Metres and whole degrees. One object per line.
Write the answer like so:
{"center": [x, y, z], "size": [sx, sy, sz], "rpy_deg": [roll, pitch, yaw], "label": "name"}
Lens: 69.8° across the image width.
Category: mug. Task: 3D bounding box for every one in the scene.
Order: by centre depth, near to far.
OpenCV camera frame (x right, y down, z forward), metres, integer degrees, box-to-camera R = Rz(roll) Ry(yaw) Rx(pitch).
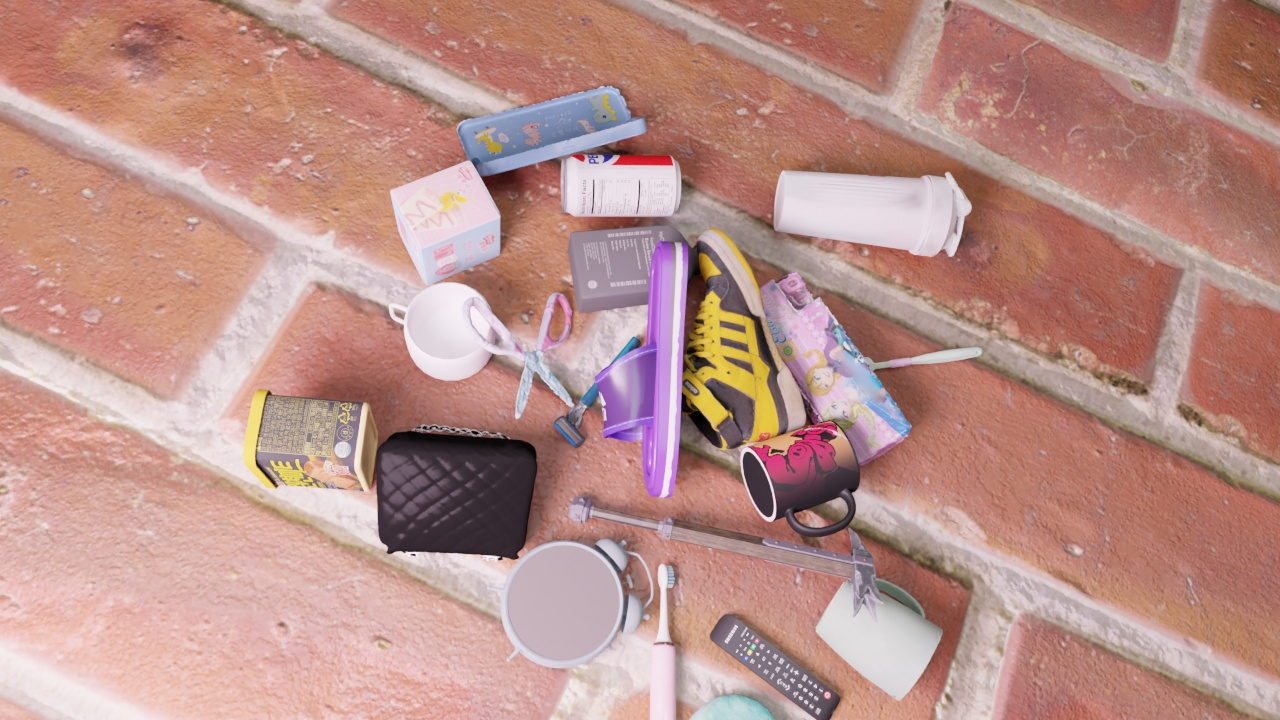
{"center": [0.244, 0.269, 0.935], "size": [0.104, 0.084, 0.111], "rpy_deg": [33, 41, 16], "label": "mug"}
{"center": [0.175, 0.129, 0.960], "size": [0.098, 0.082, 0.118], "rpy_deg": [-17, 56, -14], "label": "mug"}
{"center": [-0.212, -0.033, 0.974], "size": [0.115, 0.068, 0.094], "rpy_deg": [20, 69, -1], "label": "mug"}

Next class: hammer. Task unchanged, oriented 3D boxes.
{"center": [0.081, 0.181, 0.941], "size": [0.317, 0.146, 0.028], "rpy_deg": [12, 111, 5], "label": "hammer"}

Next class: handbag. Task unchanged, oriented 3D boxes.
{"center": [-0.185, 0.135, 0.924], "size": [0.153, 0.115, 0.125], "rpy_deg": [4, 93, -10], "label": "handbag"}

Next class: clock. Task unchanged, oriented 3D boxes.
{"center": [-0.065, 0.237, 0.913], "size": [0.159, 0.045, 0.122], "rpy_deg": [-15, 74, -12], "label": "clock"}

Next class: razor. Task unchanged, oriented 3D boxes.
{"center": [-0.044, 0.029, 1.004], "size": [0.042, 0.022, 0.143], "rpy_deg": [51, 62, -29], "label": "razor"}

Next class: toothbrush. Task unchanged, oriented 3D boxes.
{"center": [0.023, 0.314, 0.908], "size": [0.026, 0.027, 0.222], "rpy_deg": [18, 65, -38], "label": "toothbrush"}
{"center": [0.329, -0.001, 1.072], "size": [0.154, 0.015, 0.022], "rpy_deg": [-7, 102, -12], "label": "toothbrush"}

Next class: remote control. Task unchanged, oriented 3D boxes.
{"center": [0.137, 0.313, 0.931], "size": [0.147, 0.015, 0.033], "rpy_deg": [36, 70, 5], "label": "remote control"}

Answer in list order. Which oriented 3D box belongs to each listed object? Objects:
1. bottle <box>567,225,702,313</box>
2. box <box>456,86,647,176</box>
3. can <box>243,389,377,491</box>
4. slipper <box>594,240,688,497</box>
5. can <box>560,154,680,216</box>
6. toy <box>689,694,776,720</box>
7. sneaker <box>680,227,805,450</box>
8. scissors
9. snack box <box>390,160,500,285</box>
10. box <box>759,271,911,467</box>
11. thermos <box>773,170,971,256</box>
{"center": [0.010, -0.108, 1.045], "size": [0.173, 0.046, 0.083], "rpy_deg": [-7, 72, -11], "label": "bottle"}
{"center": [-0.103, -0.266, 1.086], "size": [0.209, 0.043, 0.125], "rpy_deg": [-18, 42, -14], "label": "box"}
{"center": [-0.313, 0.082, 0.886], "size": [0.101, 0.131, 0.072], "rpy_deg": [6, 70, -9], "label": "can"}
{"center": [-0.005, 0.006, 0.957], "size": [0.084, 0.107, 0.266], "rpy_deg": [5, 83, -7], "label": "slipper"}
{"center": [-0.024, -0.202, 1.060], "size": [0.132, 0.070, 0.070], "rpy_deg": [-1, 71, -9], "label": "can"}
{"center": [0.092, 0.370, 0.898], "size": [0.105, 0.033, 0.085], "rpy_deg": [17, 83, 0], "label": "toy"}
{"center": [0.079, -0.015, 0.988], "size": [0.122, 0.086, 0.238], "rpy_deg": [-23, 89, -17], "label": "sneaker"}
{"center": [-0.122, -0.018, 0.968], "size": [0.177, 0.013, 0.170], "rpy_deg": [40, 48, -35], "label": "scissors"}
{"center": [-0.211, -0.150, 1.002], "size": [0.094, 0.093, 0.079], "rpy_deg": [-25, 76, -16], "label": "snack box"}
{"center": [0.207, 0.005, 1.021], "size": [0.084, 0.071, 0.230], "rpy_deg": [-29, 78, -17], "label": "box"}
{"center": [0.273, -0.179, 1.086], "size": [0.220, 0.099, 0.099], "rpy_deg": [6, 70, -2], "label": "thermos"}
